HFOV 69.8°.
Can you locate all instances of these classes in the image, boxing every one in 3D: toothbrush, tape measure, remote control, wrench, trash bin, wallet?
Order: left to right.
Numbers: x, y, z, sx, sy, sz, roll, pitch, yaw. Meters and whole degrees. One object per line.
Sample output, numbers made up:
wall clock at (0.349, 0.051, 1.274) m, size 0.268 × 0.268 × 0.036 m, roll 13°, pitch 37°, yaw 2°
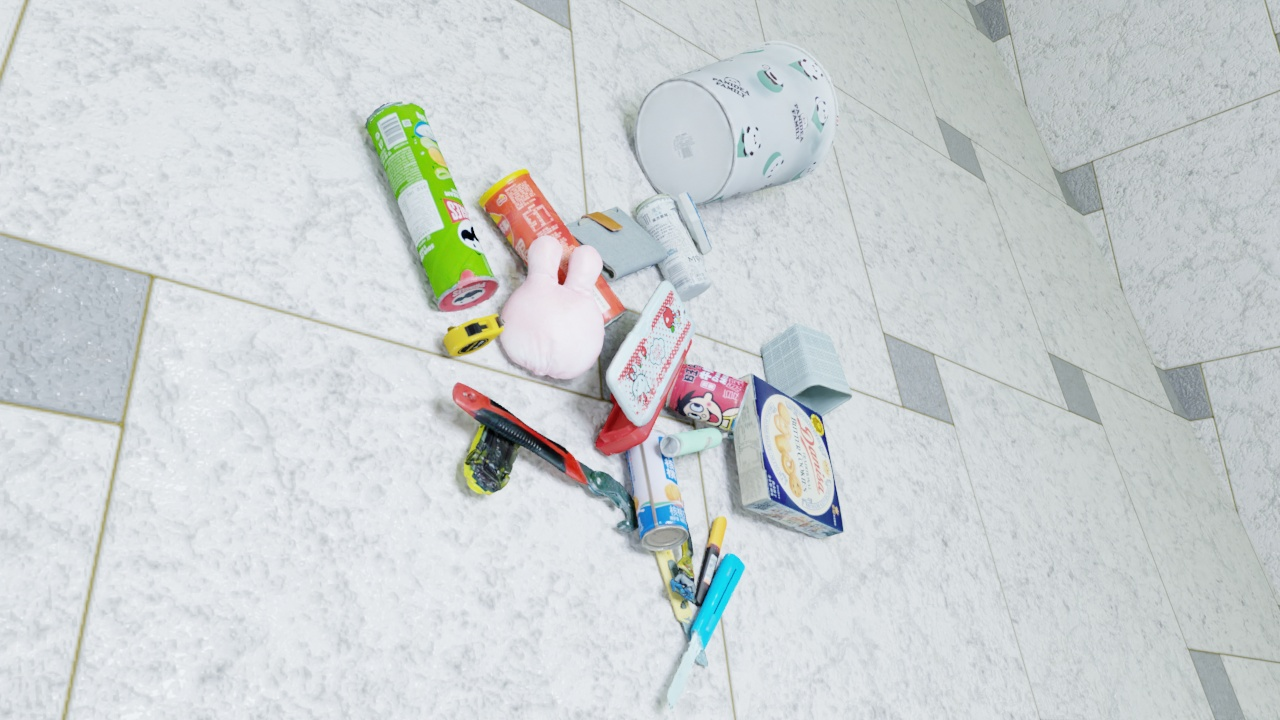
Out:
tape measure at (-0.183, -0.028, 0.983) m, size 0.057 × 0.060 × 0.029 m, roll -19°, pitch 79°, yaw -43°
wrench at (-0.095, 0.103, 0.983) m, size 0.273 × 0.016 × 0.056 m, roll 40°, pitch 30°, yaw -28°
wallet at (-0.034, -0.159, 1.214) m, size 0.106 × 0.037 × 0.129 m, roll 44°, pitch 36°, yaw 12°
remote control at (0.078, -0.198, 1.324) m, size 0.125 × 0.024 × 0.049 m, roll 49°, pitch 17°, yaw -69°
toothbrush at (0.078, 0.097, 1.129) m, size 0.224 × 0.027 × 0.026 m, roll 1°, pitch 103°, yaw -66°
trash bin at (0.139, -0.353, 1.395) m, size 0.251 × 0.230 × 0.229 m, roll -28°, pitch 84°, yaw -44°

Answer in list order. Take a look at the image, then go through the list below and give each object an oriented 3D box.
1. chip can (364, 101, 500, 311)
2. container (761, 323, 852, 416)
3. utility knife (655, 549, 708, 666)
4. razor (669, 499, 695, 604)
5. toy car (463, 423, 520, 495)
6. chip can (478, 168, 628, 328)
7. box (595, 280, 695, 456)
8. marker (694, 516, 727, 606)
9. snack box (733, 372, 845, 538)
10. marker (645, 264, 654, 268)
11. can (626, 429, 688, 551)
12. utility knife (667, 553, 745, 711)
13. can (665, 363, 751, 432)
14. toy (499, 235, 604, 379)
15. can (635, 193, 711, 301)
chip can at (-0.233, -0.173, 1.022) m, size 0.072 × 0.072 × 0.236 m, roll -11°, pitch 71°, yaw -47°
container at (0.236, 0.016, 1.332) m, size 0.089 × 0.090 × 0.111 m, roll 16°, pitch 51°, yaw -37°
utility knife at (0.037, 0.249, 1.044) m, size 0.030 × 0.021 × 0.201 m, roll -1°, pitch 69°, yaw -43°
razor at (0.050, 0.208, 1.058) m, size 0.042 × 0.022 × 0.142 m, roll 45°, pitch 28°, yaw -38°
toy car at (-0.155, 0.096, 0.947) m, size 0.048 × 0.032 × 0.105 m, roll 44°, pitch 30°, yaw -21°
chip can at (-0.104, -0.127, 1.113) m, size 0.216 × 0.073 × 0.073 m, roll 53°, pitch 41°, yaw -1°
box at (-0.004, 0.004, 1.086) m, size 0.100 × 0.110 × 0.200 m, roll 49°, pitch 41°, yaw -19°
marker at (0.083, 0.238, 1.091) m, size 0.018 × 0.015 × 0.123 m, roll 43°, pitch 44°, yaw -23°
snack box at (0.194, 0.130, 1.224) m, size 0.182 × 0.046 × 0.177 m, roll 27°, pitch 47°, yaw -41°
marker at (-0.032, -0.126, 1.224) m, size 0.145 × 0.017 × 0.017 m, roll -14°, pitch 74°, yaw -47°
can at (0.017, 0.146, 1.046) m, size 0.053 × 0.053 × 0.134 m, roll 21°, pitch 41°, yaw -33°
utility knife at (0.072, 0.296, 1.023) m, size 0.034 × 0.018 × 0.233 m, roll 62°, pitch 34°, yaw -17°
can at (0.085, 0.045, 1.157) m, size 0.094 × 0.067 × 0.066 m, roll 19°, pitch 43°, yaw 8°
toy at (-0.095, -0.059, 1.051) m, size 0.121 × 0.054 × 0.159 m, roll 14°, pitch 84°, yaw -14°
can at (0.046, -0.158, 1.288) m, size 0.058 × 0.058 × 0.146 m, roll -9°, pitch 70°, yaw -46°
